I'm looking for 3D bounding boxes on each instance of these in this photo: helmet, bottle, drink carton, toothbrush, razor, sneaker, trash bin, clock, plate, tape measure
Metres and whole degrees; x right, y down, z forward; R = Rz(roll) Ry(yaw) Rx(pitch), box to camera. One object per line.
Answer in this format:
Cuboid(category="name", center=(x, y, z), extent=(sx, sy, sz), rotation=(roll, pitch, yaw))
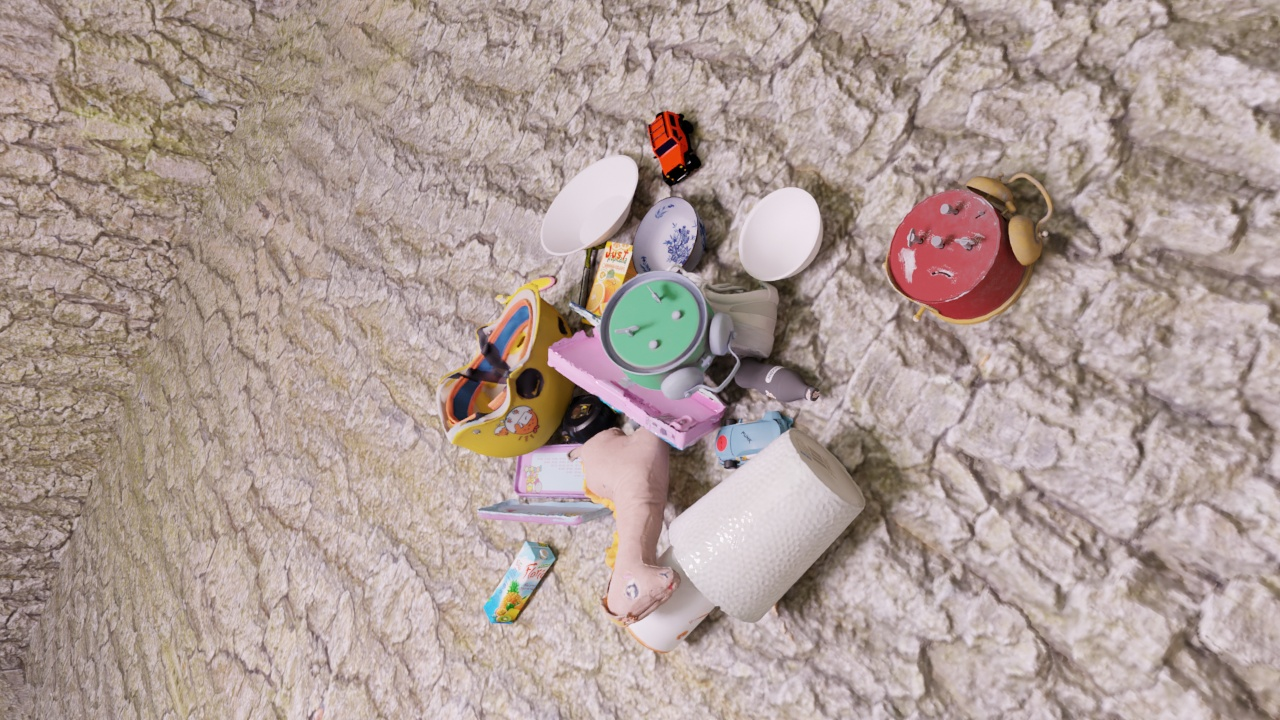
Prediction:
Cuboid(category="helmet", center=(-0.160, 0.030, 1.255), extent=(0.240, 0.139, 0.209), rotation=(-54, 28, 3))
Cuboid(category="bottle", center=(0.150, 0.024, 1.008), extent=(0.110, 0.036, 0.036), rotation=(20, 91, 48))
Cuboid(category="drink carton", center=(-0.029, -0.100, 1.233), extent=(0.058, 0.041, 0.122), rotation=(18, 89, 48))
Cuboid(category="drink carton", center=(-0.164, 0.299, 1.238), extent=(0.129, 0.044, 0.038), rotation=(-57, 44, 17))
Cuboid(category="toothbrush", center=(-0.178, -0.107, 1.410), extent=(0.136, 0.016, 0.021), rotation=(-15, 62, 43))
Cuboid(category="razor", center=(-0.078, -0.117, 1.306), extent=(0.043, 0.026, 0.106), rotation=(2, 82, 44))
Cuboid(category="sneaker", center=(0.061, -0.062, 1.100), extent=(0.243, 0.089, 0.090), rotation=(7, 78, 41))
Cuboid(category="trash bin", center=(0.130, 0.160, 0.921), extent=(0.161, 0.133, 0.133), rotation=(-47, 48, 18))
Cuboid(category="clock", center=(0.035, -0.024, 0.991), extent=(0.162, 0.075, 0.122), rotation=(35, 84, 29))
Cuboid(category="plate", center=(-0.062, -0.208, 1.287), extent=(0.174, 0.036, 0.173), rotation=(-26, 43, 27))
Cuboid(category="clock", center=(0.306, -0.110, 0.856), extent=(0.159, 0.081, 0.117), rotation=(-42, 50, 29))
Cuboid(category="tape measure", center=(-0.067, 0.076, 1.200), extent=(0.072, 0.042, 0.071), rotation=(-15, 34, 36))

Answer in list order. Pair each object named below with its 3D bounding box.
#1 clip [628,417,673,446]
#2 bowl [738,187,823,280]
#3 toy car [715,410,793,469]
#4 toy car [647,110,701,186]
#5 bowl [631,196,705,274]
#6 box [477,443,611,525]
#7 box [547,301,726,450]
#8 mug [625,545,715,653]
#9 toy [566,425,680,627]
Cuboid(category="clip", center=(0.010, 0.040, 1.157), extent=(0.162, 0.027, 0.090), rotation=(45, 109, 43))
Cuboid(category="bowl", center=(0.167, -0.137, 1.040), extent=(0.110, 0.040, 0.109), rotation=(-19, 63, 40))
Cuboid(category="toy car", center=(0.119, 0.089, 1.024), extent=(0.108, 0.027, 0.060), rotation=(-14, 67, 43))
Cuboid(category="toy car", center=(0.041, -0.283, 1.216), extent=(0.051, 0.048, 0.100), rotation=(-31, 57, 36))
Cuboid(category="bowl", center=(0.044, -0.147, 1.169), extent=(0.115, 0.045, 0.114), rotation=(-18, 64, 41))
Cuboid(category="box", center=(-0.112, 0.171, 1.214), extent=(0.215, 0.062, 0.139), rotation=(-6, 37, 45))
Cuboid(category="box", center=(-0.006, 0.005, 1.088), extent=(0.230, 0.084, 0.091), rotation=(31, 134, 33))
Cuboid(category="mug", center=(0.039, 0.257, 1.012), extent=(0.105, 0.082, 0.082), rotation=(-51, 46, 20))
Cuboid(category="toy", center=(-0.027, 0.181, 1.039), extent=(0.197, 0.065, 0.263), rotation=(-23, 42, 33))
